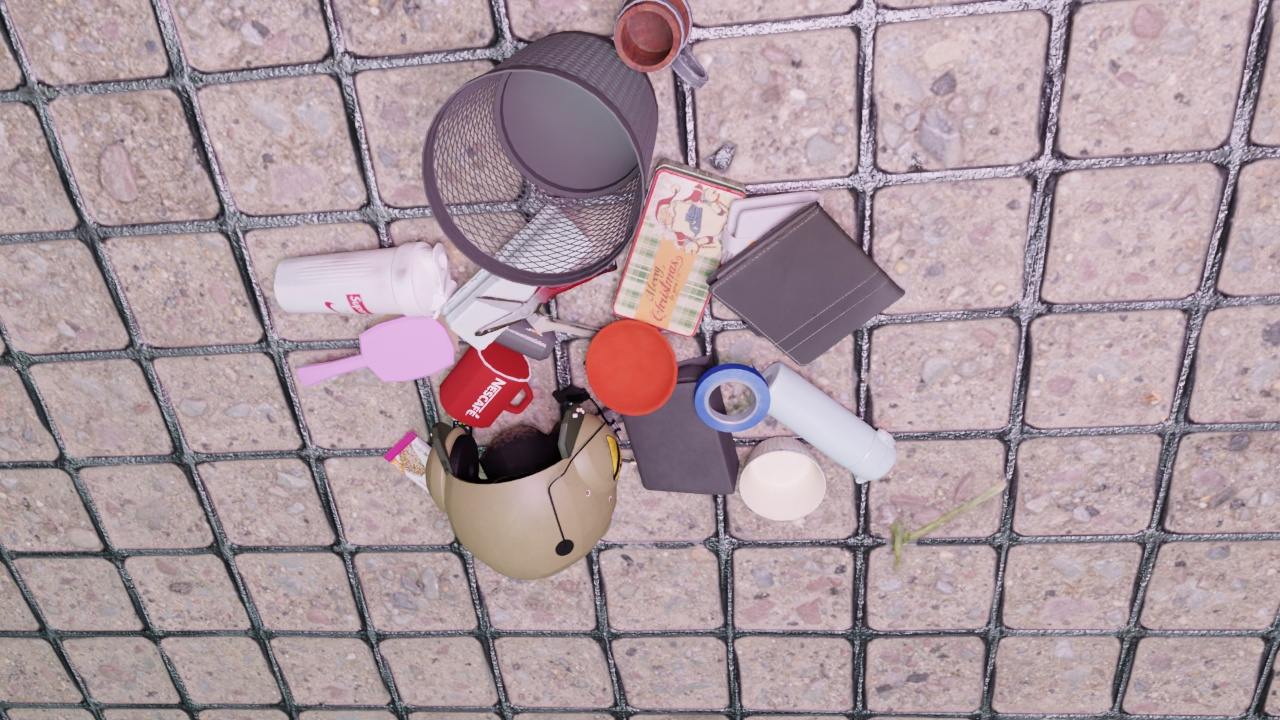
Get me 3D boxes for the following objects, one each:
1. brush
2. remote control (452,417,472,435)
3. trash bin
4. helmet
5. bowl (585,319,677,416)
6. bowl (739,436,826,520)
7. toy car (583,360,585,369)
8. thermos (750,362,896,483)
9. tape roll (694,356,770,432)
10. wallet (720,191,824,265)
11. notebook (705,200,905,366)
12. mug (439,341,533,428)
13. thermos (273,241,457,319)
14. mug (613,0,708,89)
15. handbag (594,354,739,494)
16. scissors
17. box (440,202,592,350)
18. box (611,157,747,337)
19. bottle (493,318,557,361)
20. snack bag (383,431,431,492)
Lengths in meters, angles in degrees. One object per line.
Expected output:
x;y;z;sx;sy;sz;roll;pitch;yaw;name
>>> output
-0.355;-0.010;1.237;0.229;0.043;0.089;-14;117;14;brush
-0.252;0.098;1.304;0.028;0.011;0.124;8;120;2;remote control
-0.088;-0.226;0.970;0.218;0.226;0.218;5;122;7;trash bin
-0.137;0.152;1.169;0.250;0.255;0.233;-8;115;12;helmet
-0.007;0.007;1.160;0.122;0.035;0.122;4;102;19;bowl
0.193;0.154;1.253;0.115;0.062;0.115;3;119;5;bowl
-0.032;-0.006;1.204;0.092;0.037;0.040;-38;109;24;toy car
0.244;0.084;1.206;0.207;0.065;0.078;35;108;-12;thermos
0.115;0.047;1.147;0.093;0.016;0.091;-25;114;12;tape roll
0.152;-0.138;1.084;0.118;0.037;0.115;-10;134;-18;wallet
0.198;-0.083;1.097;0.170;0.029;0.209;-35;131;23;notebook
-0.194;0.033;1.225;0.116;0.080;0.097;24;122;-33;mug
-0.346;-0.098;1.164;0.221;0.099;0.099;-1;119;13;thermos
0.025;-0.337;0.968;0.117;0.111;0.082;39;116;-15;mug
0.017;0.099;1.245;0.196;0.072;0.176;-8;117;17;handbag
-0.104;-0.064;1.147;0.198;0.015;0.179;-39;135;1;scissors
-0.150;-0.099;1.127;0.199;0.067;0.083;-44;112;5;box
0.045;-0.134;1.118;0.117;0.050;0.206;19;121;-3;box
-0.165;-0.038;1.197;0.112;0.046;0.047;24;119;-8;bottle
-0.283;0.184;1.354;0.196;0.016;0.070;43;114;-16;snack bag
